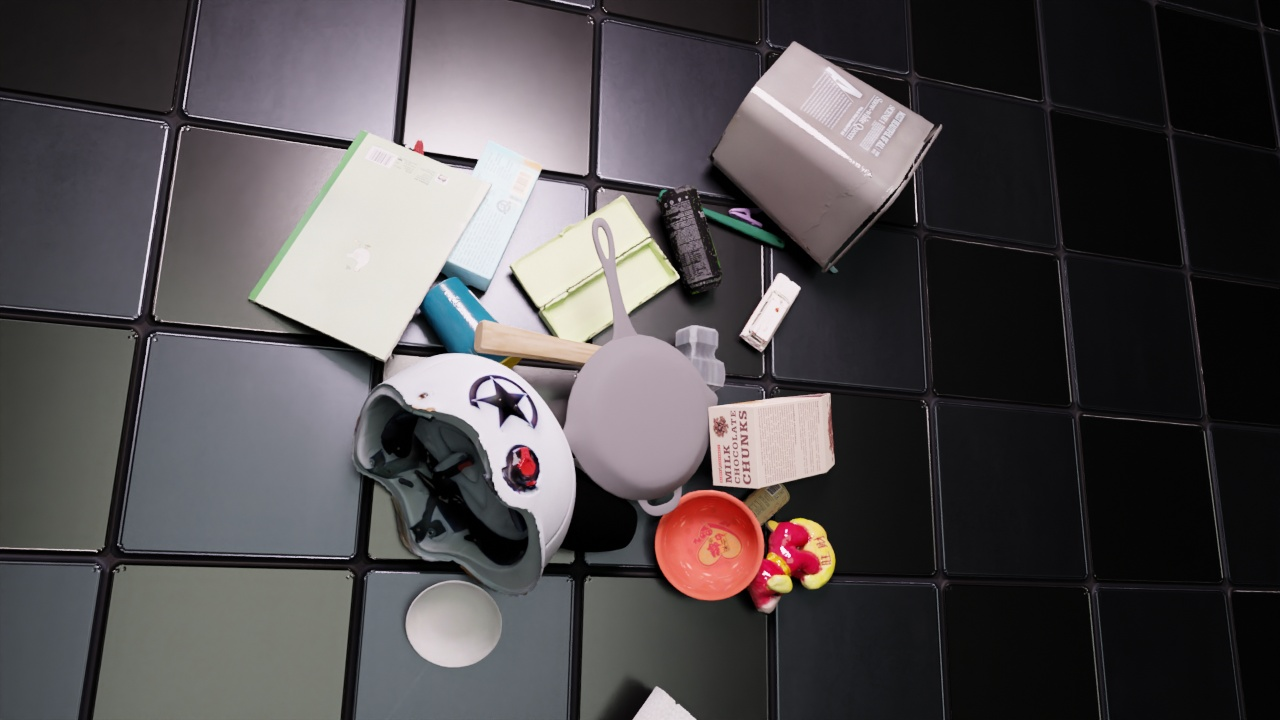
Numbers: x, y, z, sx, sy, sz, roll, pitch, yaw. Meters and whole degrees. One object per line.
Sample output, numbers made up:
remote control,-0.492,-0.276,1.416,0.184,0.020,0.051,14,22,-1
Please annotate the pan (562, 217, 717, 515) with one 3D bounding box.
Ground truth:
pan,-0.006,0.006,1.070,0.216,0.024,0.354,-13,91,-30

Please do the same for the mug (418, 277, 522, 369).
mug,-0.202,-0.034,1.080,0.078,0.078,0.121,-36,85,-22

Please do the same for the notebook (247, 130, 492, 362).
notebook,-0.313,-0.141,1.070,0.182,0.010,0.252,24,71,7

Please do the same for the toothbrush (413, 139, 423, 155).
toothbrush,-0.275,-0.170,1.116,0.012,0.018,0.212,5,76,-17

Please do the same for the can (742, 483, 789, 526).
can,0.148,0.186,1.157,0.079,0.038,0.038,-37,90,-22

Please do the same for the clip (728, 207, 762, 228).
clip,0.149,-0.195,1.261,0.050,0.014,0.046,-23,88,-24

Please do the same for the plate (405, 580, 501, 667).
plate,-0.205,0.287,1.015,0.104,0.026,0.104,-1,104,-5

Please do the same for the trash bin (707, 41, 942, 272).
trash bin,0.233,-0.276,1.212,0.220,0.198,0.196,38,57,1

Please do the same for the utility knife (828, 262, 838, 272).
utility knife,0.211,-0.183,1.279,0.177,0.016,0.022,45,57,-7

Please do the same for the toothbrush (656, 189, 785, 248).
toothbrush,0.110,-0.190,1.246,0.189,0.017,0.016,20,72,-14

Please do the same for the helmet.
helmet,-0.165,0.109,0.985,0.264,0.237,0.163,49,49,1

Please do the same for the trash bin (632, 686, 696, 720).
trash bin,0.014,0.467,1.005,0.133,0.133,0.161,45,73,-3

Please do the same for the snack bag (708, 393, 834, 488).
snack bag,0.182,0.096,1.150,0.205,0.070,0.094,-4,91,-45

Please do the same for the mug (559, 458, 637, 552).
mug,-0.060,0.170,1.080,0.100,0.085,0.118,20,41,-25

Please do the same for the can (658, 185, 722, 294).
can,0.066,-0.157,1.194,0.053,0.054,0.137,-18,93,-21

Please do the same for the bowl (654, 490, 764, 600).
bowl,0.084,0.221,1.110,0.130,0.045,0.130,-1,86,10

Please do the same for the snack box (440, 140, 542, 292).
snack box,-0.188,-0.178,1.127,0.075,0.053,0.174,24,70,-10

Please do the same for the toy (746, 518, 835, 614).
toy,0.184,0.247,1.144,0.137,0.067,0.105,-27,86,-29

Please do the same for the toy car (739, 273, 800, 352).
toy car,0.177,-0.067,1.225,0.039,0.039,0.113,36,69,-6

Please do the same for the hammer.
hammer,-0.042,-0.002,1.091,0.322,0.051,0.117,10,75,-30

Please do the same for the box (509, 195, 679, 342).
box,-0.057,-0.112,1.168,0.186,0.024,0.137,-37,96,-22
